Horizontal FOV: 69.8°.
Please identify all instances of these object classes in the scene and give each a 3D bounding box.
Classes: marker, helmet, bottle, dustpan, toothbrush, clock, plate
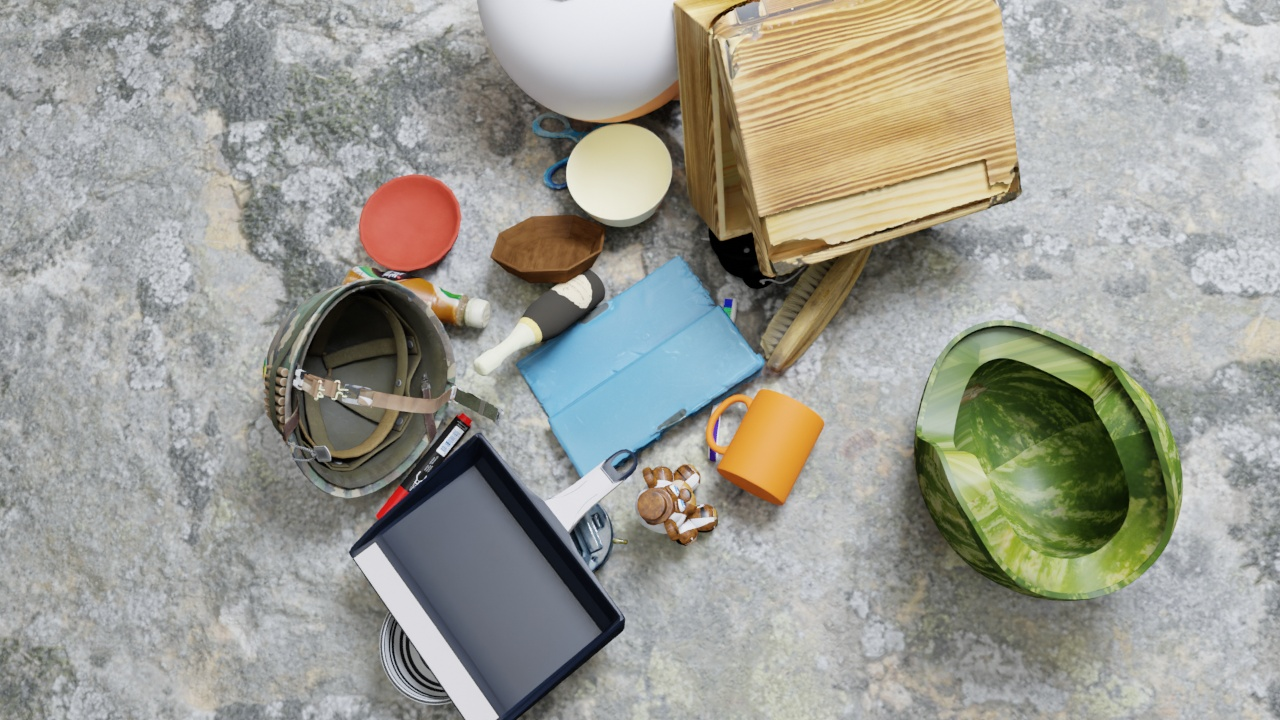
[{"bbox_3d":[-0.236,0.120,1.010,0.023,0.021,0.145,34,80,21],"label":"marker"},{"bbox_3d":[0.366,0.093,0.848,0.213,0.246,0.243,-26,112,15],"label":"helmet"},{"bbox_3d":[-0.254,-0.066,1.044,0.167,0.059,0.059,11,76,8],"label":"bottle"},{"bbox_3d":[-0.114,0.183,0.891,0.272,0.080,0.236,-36,73,-16],"label":"dustpan"},{"bbox_3d":[0.089,0.019,1.011,0.016,0.015,0.186,7,76,9],"label":"toothbrush"},{"bbox_3d":[0.131,-0.128,1.018,0.091,0.042,0.121,-43,58,-13],"label":"clock"},{"bbox_3d":[-0.110,-0.038,0.985,0.045,0.045,0.184,37,50,14],"label":"bottle"},{"bbox_3d":[-0.101,-0.124,1.035,0.131,0.025,0.131,-3,37,2],"label":"plate"},{"bbox_3d":[-0.283,0.029,0.947,0.237,0.192,0.224,-7,79,42],"label":"helmet"},{"bbox_3d":[-0.084,0.191,0.960,0.129,0.052,0.090,-25,74,-2],"label":"clock"}]

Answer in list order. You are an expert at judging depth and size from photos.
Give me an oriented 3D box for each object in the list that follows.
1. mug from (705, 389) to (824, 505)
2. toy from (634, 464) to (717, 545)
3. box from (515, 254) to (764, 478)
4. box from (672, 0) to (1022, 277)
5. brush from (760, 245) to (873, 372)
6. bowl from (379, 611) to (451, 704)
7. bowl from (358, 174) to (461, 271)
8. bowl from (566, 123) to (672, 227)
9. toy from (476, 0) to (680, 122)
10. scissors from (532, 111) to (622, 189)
[{"bbox_3d":[0.121,0.083,0.961,0.113,0.077,0.095,24,78,24],"label":"mug"},{"bbox_3d":[0.031,0.146,0.934,0.067,0.112,0.087,-26,74,9],"label":"toy"},{"bbox_3d":[-0.006,0.006,1.009,0.231,0.033,0.174,-35,69,-1],"label":"box"},{"bbox_3d":[0.202,-0.254,0.896,0.279,0.259,0.220,-16,40,-9],"label":"box"},{"bbox_3d":[0.193,-0.070,1.004,0.043,0.059,0.195,33,82,25],"label":"brush"},{"bbox_3d":[-0.197,0.286,0.937,0.120,0.066,0.120,-1,74,5],"label":"bowl"},{"bbox_3d":[-0.267,-0.157,1.083,0.122,0.035,0.122,-1,74,5],"label":"bowl"},{"bbox_3d":[-0.021,-0.200,1.051,0.118,0.074,0.118,-1,74,5],"label":"bowl"},{"bbox_3d":[-0.033,-0.394,1.005,0.266,0.280,0.262,-33,72,16],"label":"toy"},{"bbox_3d":[-0.070,-0.253,1.105,0.137,0.012,0.127,9,75,6],"label":"scissors"}]
